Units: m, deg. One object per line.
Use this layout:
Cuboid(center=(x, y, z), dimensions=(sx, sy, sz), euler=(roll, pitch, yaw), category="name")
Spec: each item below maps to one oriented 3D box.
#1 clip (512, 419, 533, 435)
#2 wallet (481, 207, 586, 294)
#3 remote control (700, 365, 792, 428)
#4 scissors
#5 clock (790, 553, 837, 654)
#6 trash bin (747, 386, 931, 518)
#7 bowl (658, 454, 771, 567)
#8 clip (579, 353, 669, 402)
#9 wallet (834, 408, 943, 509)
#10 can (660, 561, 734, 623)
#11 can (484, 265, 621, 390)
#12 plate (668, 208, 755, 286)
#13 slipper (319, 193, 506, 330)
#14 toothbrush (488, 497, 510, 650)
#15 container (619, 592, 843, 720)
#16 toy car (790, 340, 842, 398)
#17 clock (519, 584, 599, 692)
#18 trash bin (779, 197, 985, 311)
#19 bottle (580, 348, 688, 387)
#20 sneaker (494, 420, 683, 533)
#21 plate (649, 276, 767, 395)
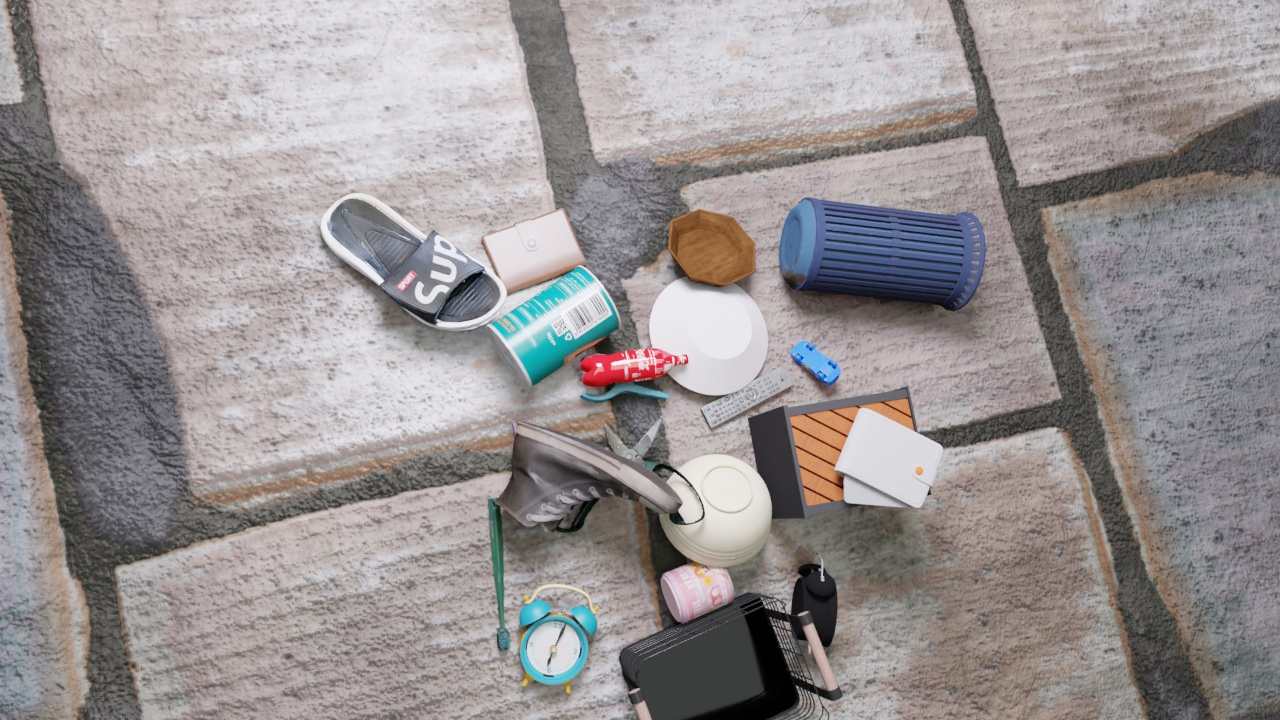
Cuboid(center=(-0.154, 0.102, 1.194), dimensions=(0.029, 0.013, 0.050), euler=(0, 84, -12), category="clip")
Cuboid(center=(-0.143, -0.149, 1.239), dimensions=(0.120, 0.013, 0.087), euler=(-22, 85, -14), category="wallet")
Cuboid(center=(0.148, 0.049, 1.264), dimensions=(0.136, 0.013, 0.033), euler=(-27, 87, -15), category="remote control")
Cuboid(center=(-0.009, 0.166, 1.163), dimensions=(0.206, 0.015, 0.201), euler=(33, 81, 35), category="scissors")
Cuboid(center=(0.227, 0.313, 1.197), dimensions=(0.042, 0.091, 0.120), euler=(7, 92, 0), category="clock")
Cuboid(center=(0.256, 0.124, 1.209), dimensions=(0.171, 0.140, 0.139), euler=(-8, 82, -13), category="trash bin")
Cuboid(center=(0.103, 0.180, 1.173), dimensions=(0.150, 0.075, 0.150), euler=(5, 55, -7), category="bowl")
Cuboid(center=(-0.026, 0.008, 1.232), dimensions=(0.130, 0.030, 0.120), euler=(-14, 79, -13), category="clip")
Cuboid(center=(0.300, 0.135, 1.123), dimensions=(0.118, 0.037, 0.115), euler=(27, 76, -3), category="wallet")
Cuboid(center=(0.072, 0.293, 1.179), dimensions=(0.076, 0.067, 0.067), euler=(-19, 85, -15), category="can")
Cuboid(center=(-0.112, -0.042, 1.182), dimensions=(0.143, 0.099, 0.099), euler=(-35, 89, -15), category="can")
Cuboid(center=(0.096, -0.151, 1.265), dimensions=(0.131, 0.025, 0.131), euler=(7, 58, -12), category="plate")
Cuboid(center=(-0.293, -0.128, 1.156), dimensions=(0.264, 0.063, 0.111), euler=(35, 74, 12), category="slipper")
Cuboid(center=(-0.179, 0.269, 1.158), dimensions=(0.016, 0.017, 0.189), euler=(-4, 81, -12), category="toothbrush")
Cuboid(center=(0.103, 0.402, 1.134), dimensions=(0.241, 0.130, 0.163), euler=(-20, 85, -14), category="container")
Cuboid(center=(0.254, 0.019, 1.293), dimensions=(0.033, 0.062, 0.092), euler=(-41, 61, -14), category="toy car")
Cuboid(center=(-0.106, 0.346, 1.148), dimensions=(0.099, 0.044, 0.129), euler=(11, 85, -10), category="clock")
Cuboid(center=(0.328, -0.150, 1.274), dimensions=(0.249, 0.139, 0.139), euler=(5, 79, -9), category="trash bin")
Cuboid(center=(-0.007, 0.007, 1.198), dimensions=(0.141, 0.042, 0.042), euler=(-7, 82, -10), category="bottle")
Cuboid(center=(-0.066, 0.166, 1.128), dimensions=(0.235, 0.095, 0.120), euler=(18, 88, 15), category="sneaker")
Cuboid(center=(0.101, -0.042, 1.246), dimensions=(0.174, 0.036, 0.173), euler=(5, 73, -16), category="plate")
